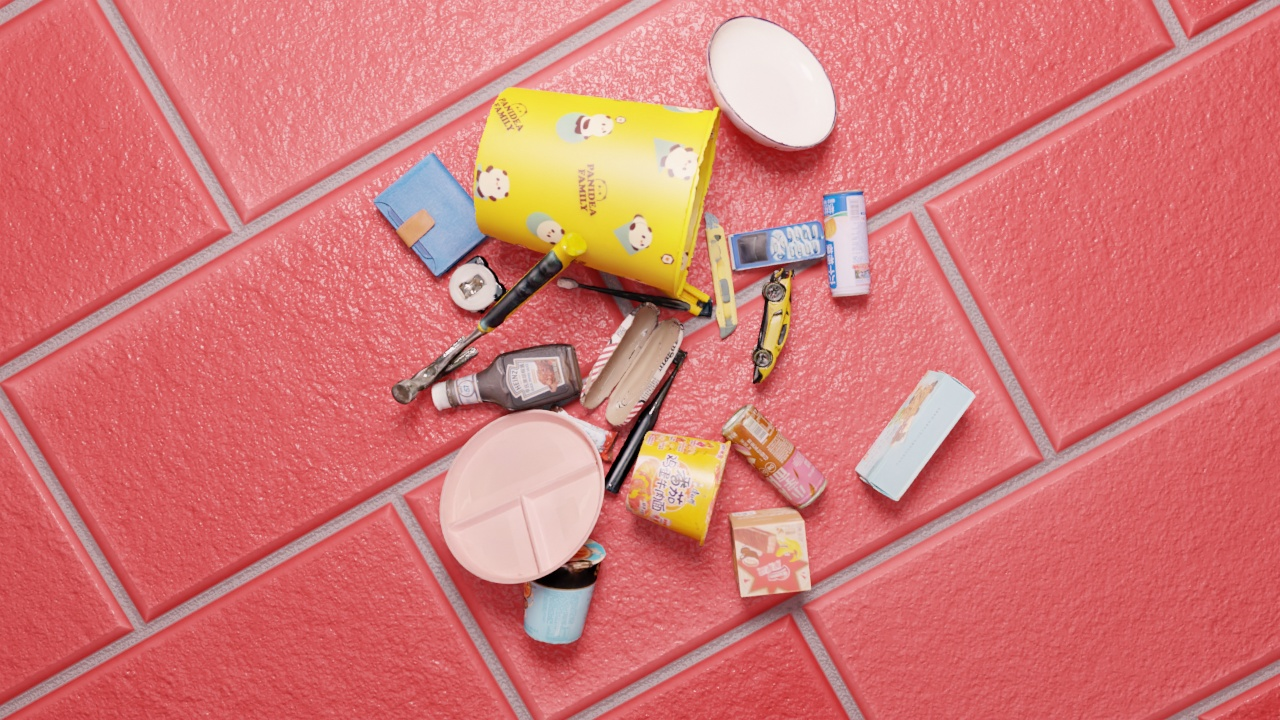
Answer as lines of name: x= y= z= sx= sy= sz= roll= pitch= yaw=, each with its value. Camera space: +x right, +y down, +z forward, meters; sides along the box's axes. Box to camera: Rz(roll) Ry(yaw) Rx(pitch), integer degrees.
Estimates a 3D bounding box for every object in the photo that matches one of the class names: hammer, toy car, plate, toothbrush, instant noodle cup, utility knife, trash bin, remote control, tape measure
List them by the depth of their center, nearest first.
trash bin: x=-0.051 y=-0.214 z=1.115 sx=0.255 sy=0.229 sz=0.229 roll=13 pitch=94 yaw=5
hammer: x=-0.178 y=-0.054 z=1.118 sx=0.324 sy=0.125 sz=0.032 roll=-37 pitch=94 yaw=34
plate: x=0.158 y=-0.340 z=1.149 sx=0.192 sy=0.039 sz=0.192 roll=12 pitch=64 yaw=-25
plate: x=-0.150 y=0.174 z=1.178 sx=0.230 sy=0.028 sz=0.229 roll=-9 pitch=64 yaw=17
instant noodle cup: x=0.047 y=0.156 z=1.182 sx=0.110 sy=0.138 sz=0.138 roll=16 pitch=94 yaw=7
toy car: x=0.171 y=-0.044 z=1.192 sx=0.041 sy=0.071 sz=0.156 roll=11 pitch=96 yaw=3
remote control: x=0.178 y=-0.150 z=1.199 sx=0.125 sy=0.024 sz=0.049 roll=-7 pitch=94 yaw=13
instant noodle cup: x=-0.108 y=0.303 z=1.207 sx=0.111 sy=0.111 sz=0.120 roll=8 pitch=100 yaw=0
tape measure: x=-0.217 y=-0.097 z=1.210 sx=0.066 sy=0.033 sz=0.066 roll=-37 pitch=91 yaw=2
toothbrush: x=-0.022 y=-0.087 z=1.211 sx=0.181 sy=0.018 sz=0.016 roll=11 pitch=102 yaw=3
utility knife: x=0.008 y=-0.116 z=1.215 sx=0.209 sy=0.015 sz=0.033 roll=31 pitch=94 yaw=-2
utility knife: x=0.105 y=-0.114 z=1.216 sx=0.031 sy=0.018 sz=0.167 roll=-11 pitch=90 yaw=-21
toothbrush: x=0.008 y=0.080 z=1.224 sx=0.027 sy=0.026 sz=0.212 roll=28 pitch=94 yaw=-9

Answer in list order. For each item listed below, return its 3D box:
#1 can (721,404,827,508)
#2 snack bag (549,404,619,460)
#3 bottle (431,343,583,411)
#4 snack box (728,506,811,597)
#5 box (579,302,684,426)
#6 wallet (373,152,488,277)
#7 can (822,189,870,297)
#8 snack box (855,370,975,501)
can: x=0.176 y=0.126 z=1.210 sx=0.147 sy=0.058 sz=0.058 roll=45 pitch=93 yaw=-2
snack bag: x=-0.080 y=0.097 z=1.226 sx=0.105 sy=0.026 sz=0.045 roll=23 pitch=102 yaw=0
bottle: x=-0.177 y=0.029 z=1.214 sx=0.195 sy=0.044 sz=0.080 roll=-12 pitch=93 yaw=2
snack box: x=0.169 y=0.251 z=1.209 sx=0.093 sy=0.077 sz=0.094 roll=-6 pitch=94 yaw=1
box: x=-0.004 y=0.009 z=1.196 sx=0.088 sy=0.076 sz=0.163 roll=33 pitch=92 yaw=22
wallet: x=-0.270 y=-0.190 z=1.203 sx=0.106 sy=0.040 sz=0.133 roll=-40 pitch=92 yaw=-1
can: x=0.268 y=-0.151 z=1.191 sx=0.053 sy=0.053 sz=0.134 roll=-5 pitch=94 yaw=1
snack box: x=0.356 y=0.096 z=1.198 sx=0.051 sy=0.074 sz=0.175 roll=36 pitch=93 yaw=-3
